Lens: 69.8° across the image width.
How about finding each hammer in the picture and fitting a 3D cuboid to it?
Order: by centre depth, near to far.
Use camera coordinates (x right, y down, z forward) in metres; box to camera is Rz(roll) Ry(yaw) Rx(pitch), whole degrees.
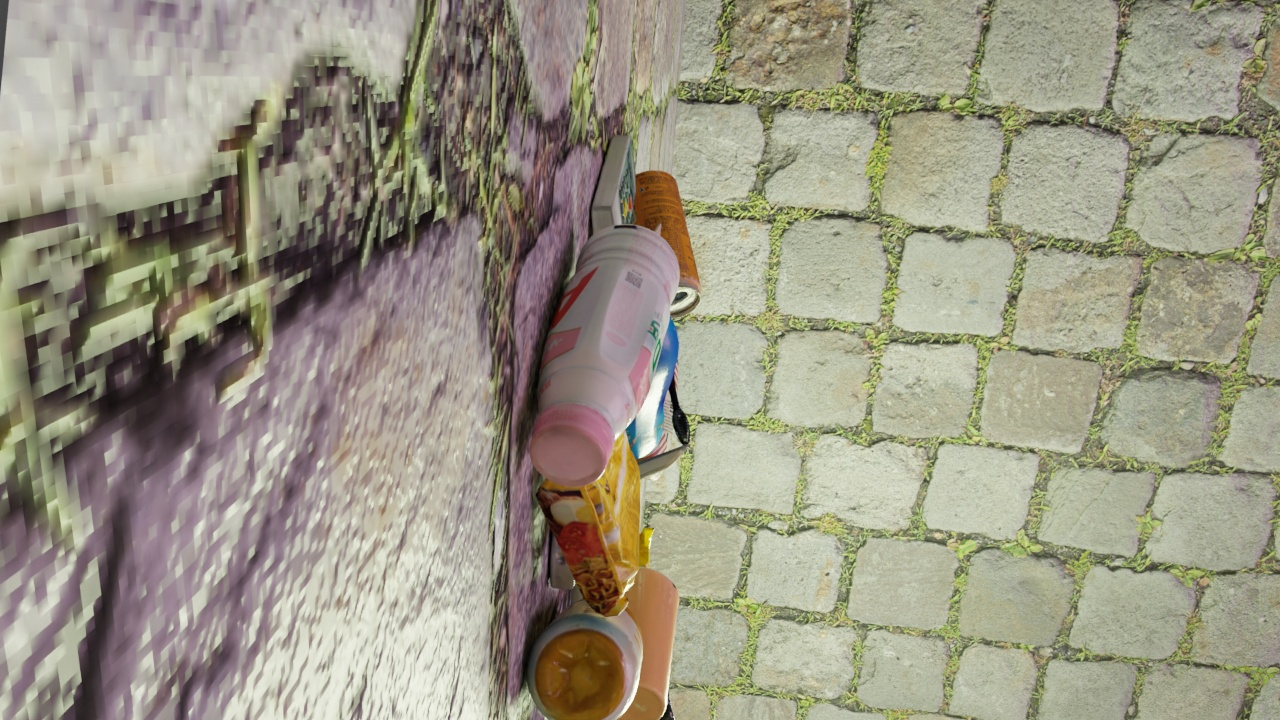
[{"bbox_3d":[0.007,0.291,1.007,0.300,0.033,0.129,-101,-171,-69],"label":"hammer"}]

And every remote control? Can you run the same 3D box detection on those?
[{"bbox_3d":[-0.046,0.113,0.681,0.150,0.021,0.058,-78,172,-76],"label":"remote control"},{"bbox_3d":[-0.019,-0.126,0.728,0.134,0.019,0.056,-82,169,-53],"label":"remote control"}]

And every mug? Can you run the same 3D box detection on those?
[{"bbox_3d":[-0.006,0.253,0.807,0.122,0.078,0.078,-84,178,-57],"label":"mug"}]

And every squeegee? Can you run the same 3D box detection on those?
[{"bbox_3d":[-0.041,0.199,0.781,0.247,0.039,0.246,146,-41,-70],"label":"squeegee"}]

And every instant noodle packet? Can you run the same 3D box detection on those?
[{"bbox_3d":[-0.029,0.077,0.578,0.128,0.044,0.111,-84,163,-61],"label":"instant noodle packet"}]

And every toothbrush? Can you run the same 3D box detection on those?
[{"bbox_3d":[0.019,-0.015,0.822,0.018,0.014,0.189,87,-9,-73],"label":"toothbrush"}]

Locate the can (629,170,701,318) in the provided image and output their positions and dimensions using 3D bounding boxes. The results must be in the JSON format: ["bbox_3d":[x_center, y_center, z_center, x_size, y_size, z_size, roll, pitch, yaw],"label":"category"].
[{"bbox_3d":[0.020,-0.115,0.898,0.058,0.058,0.145,91,-9,-60],"label":"can"}]

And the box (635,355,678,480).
[{"bbox_3d":[0.003,0.045,0.976,0.086,0.075,0.162,124,-26,-80],"label":"box"}]

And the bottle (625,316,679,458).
[{"bbox_3d":[-0.004,0.004,0.750,0.219,0.065,0.065,97,0,-55],"label":"bottle"}]

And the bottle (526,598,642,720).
[{"bbox_3d":[-0.032,0.198,0.624,0.189,0.068,0.068,79,17,-81],"label":"bottle"}]

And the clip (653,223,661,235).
[{"bbox_3d":[-0.010,-0.094,0.821,0.100,0.072,0.035,-77,172,-53],"label":"clip"}]

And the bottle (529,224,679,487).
[{"bbox_3d":[-0.021,-0.008,0.526,0.196,0.068,0.068,-75,170,-54],"label":"bottle"}]
